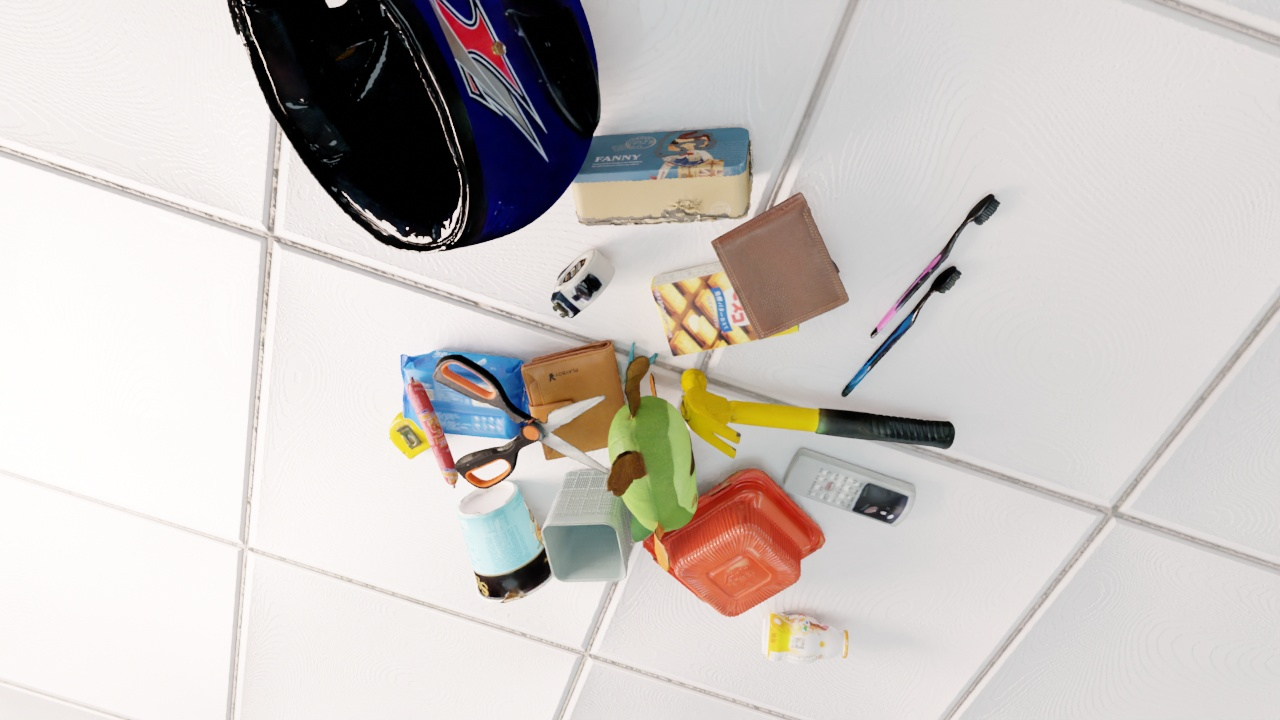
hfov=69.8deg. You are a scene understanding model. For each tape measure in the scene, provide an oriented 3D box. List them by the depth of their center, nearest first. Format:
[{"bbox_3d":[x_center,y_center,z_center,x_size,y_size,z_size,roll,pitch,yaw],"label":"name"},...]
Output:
[{"bbox_3d":[-0.059,-0.082,0.950,0.066,0.065,0.033,-36,115,28],"label":"tape measure"},{"bbox_3d":[-0.277,0.089,1.113,0.060,0.028,0.057,-31,112,24],"label":"tape measure"}]

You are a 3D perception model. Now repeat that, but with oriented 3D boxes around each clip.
[{"bbox_3d":[-0.005,0.006,1.028,0.034,0.013,0.055,27,120,-7],"label":"clip"}]

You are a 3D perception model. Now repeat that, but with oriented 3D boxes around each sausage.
[{"bbox_3d":[-0.235,0.084,1.046,0.020,0.020,0.156,-8,120,13],"label":"sausage"}]

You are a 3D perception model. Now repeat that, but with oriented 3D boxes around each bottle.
[{"bbox_3d":[0.212,0.360,1.182,0.108,0.063,0.063,5,122,7],"label":"bottle"}]

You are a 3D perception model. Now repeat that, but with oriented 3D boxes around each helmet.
[{"bbox_3d":[-0.161,-0.257,0.751,0.248,0.239,0.316,7,134,31],"label":"helmet"}]

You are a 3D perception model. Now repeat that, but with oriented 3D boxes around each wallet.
[{"bbox_3d":[0.138,-0.090,0.900,0.101,0.032,0.124,-24,116,13],"label":"wallet"},{"bbox_3d":[-0.072,0.047,1.041,0.108,0.031,0.132,-13,120,-5],"label":"wallet"}]

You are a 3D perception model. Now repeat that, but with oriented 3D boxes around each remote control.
[{"bbox_3d":[0.244,0.150,1.072,0.150,0.021,0.058,19,123,-2],"label":"remote control"}]

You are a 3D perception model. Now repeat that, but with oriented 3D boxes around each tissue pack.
[{"bbox_3d":[-0.200,0.037,1.055,0.157,0.052,0.095,5,120,6],"label":"tissue pack"}]

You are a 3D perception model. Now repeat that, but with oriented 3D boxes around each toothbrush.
[{"bbox_3d":[0.292,-0.090,0.922,0.017,0.014,0.190,22,124,-19],"label":"toothbrush"},{"bbox_3d":[0.271,-0.026,0.965,0.016,0.014,0.190,15,127,-29],"label":"toothbrush"}]

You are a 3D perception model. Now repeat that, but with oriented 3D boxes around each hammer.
[{"bbox_3d":[0.192,0.066,0.992,0.300,0.128,0.033,6,120,-7],"label":"hammer"}]

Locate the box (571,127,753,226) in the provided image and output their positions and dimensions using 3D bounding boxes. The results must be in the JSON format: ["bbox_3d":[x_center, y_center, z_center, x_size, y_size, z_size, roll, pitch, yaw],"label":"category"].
[{"bbox_3d":[0.014,-0.174,0.869,0.184,0.089,0.062,0,128,8],"label":"box"}]

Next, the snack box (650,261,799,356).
[{"bbox_3d":[0.089,-0.059,0.961,0.140,0.033,0.087,-12,118,13],"label":"snack box"}]

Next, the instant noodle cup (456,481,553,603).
[{"bbox_3d":[-0.170,0.219,1.138,0.111,0.111,0.120,-11,112,15],"label":"instant noodle cup"}]

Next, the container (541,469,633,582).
[{"bbox_3d":[-0.057,0.192,1.093,0.090,0.111,0.090,-3,122,11],"label":"container"}]

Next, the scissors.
[{"bbox_3d":[-0.136,0.071,1.009,0.221,0.021,0.235,45,124,-11],"label":"scissors"}]

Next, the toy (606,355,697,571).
[{"bbox_3d":[0.014,0.111,0.975,0.090,0.226,0.247,-5,150,10],"label":"toy"}]

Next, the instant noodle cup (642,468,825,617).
[{"bbox_3d":[0.112,0.232,1.102,0.189,0.079,0.164,-36,117,21],"label":"instant noodle cup"}]
